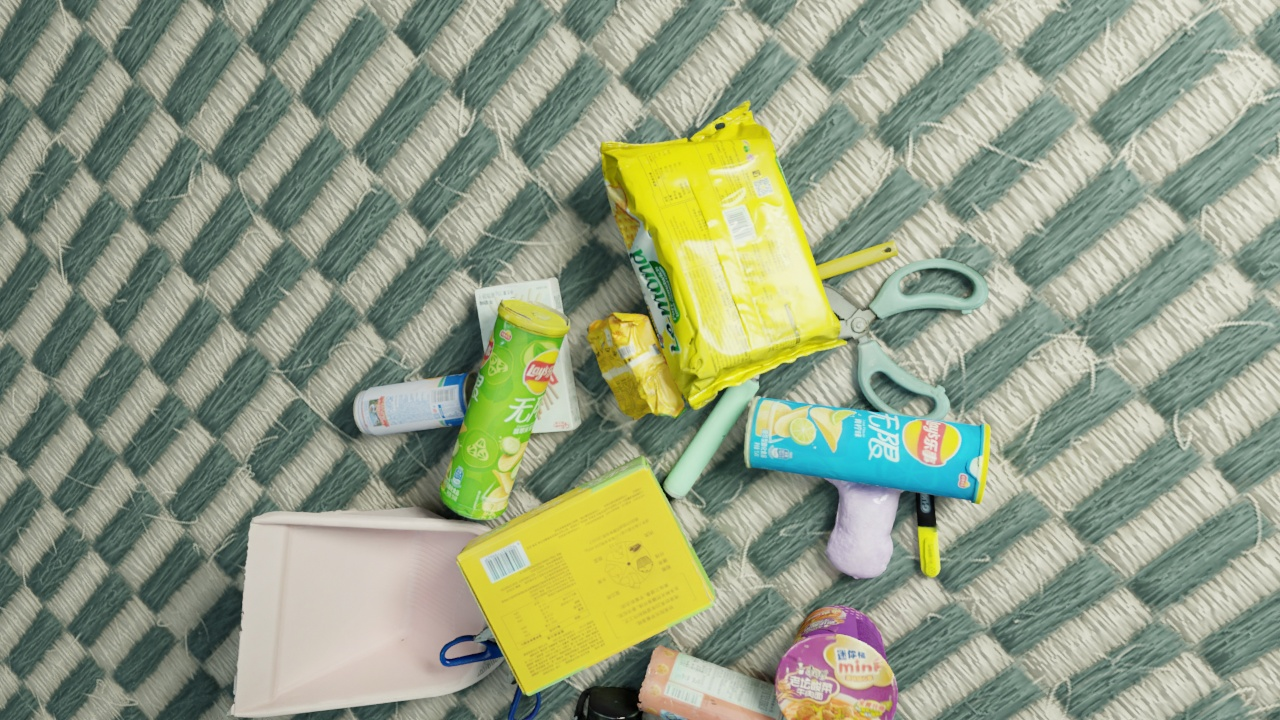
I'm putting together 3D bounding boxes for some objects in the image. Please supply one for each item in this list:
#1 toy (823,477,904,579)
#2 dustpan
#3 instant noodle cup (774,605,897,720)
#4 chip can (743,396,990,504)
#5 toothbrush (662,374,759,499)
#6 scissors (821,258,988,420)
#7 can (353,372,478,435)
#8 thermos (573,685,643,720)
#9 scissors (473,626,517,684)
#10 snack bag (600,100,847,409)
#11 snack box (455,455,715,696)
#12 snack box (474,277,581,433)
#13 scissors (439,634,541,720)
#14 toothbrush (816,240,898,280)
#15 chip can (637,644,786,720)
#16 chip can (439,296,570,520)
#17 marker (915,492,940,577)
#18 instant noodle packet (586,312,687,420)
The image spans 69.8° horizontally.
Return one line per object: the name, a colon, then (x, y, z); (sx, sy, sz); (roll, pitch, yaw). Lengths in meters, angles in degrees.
toy: (0.210, 0.158, 0.876); (0.084, 0.038, 0.108); (8, 105, 14)
dustpan: (-0.255, 0.257, 0.939); (0.139, 0.272, 0.223); (21, 109, 37)
instant noodle cup: (0.187, 0.292, 0.876); (0.112, 0.099, 0.111); (3, 101, 14)
chip can: (0.205, 0.080, 0.839); (0.210, 0.071, 0.071); (7, 102, 17)
toothbrush: (0.089, 0.043, 0.895); (0.026, 0.027, 0.225); (44, 111, 34)
scissors: (0.245, -0.033, 0.842); (0.170, 0.019, 0.181); (45, 109, 5)
can: (-0.232, 0.047, 0.969); (0.135, 0.053, 0.053); (-8, 98, 17)
thermos: (-0.040, 0.474, 0.996); (0.090, 0.068, 0.242); (16, 106, 49)
scissors: (-0.066, 0.246, 0.955); (0.226, 0.015, 0.189); (1, 93, -1)
snack bag: (0.075, -0.097, 0.807); (0.158, 0.068, 0.246); (-19, 85, -13)
snack box: (-0.053, 0.211, 0.911); (0.210, 0.070, 0.157); (-27, 92, 1)
snack box: (-0.115, -0.003, 0.943); (0.085, 0.026, 0.157); (-6, 98, 16)
scissors: (-0.126, 0.320, 0.982); (0.173, 0.012, 0.162); (-7, 107, -9)
toothbrush: (0.147, -0.075, 0.863); (0.190, 0.016, 0.015); (-18, 94, 16)
chip can: (0.108, 0.353, 0.924); (0.215, 0.071, 0.071); (16, 104, 12)
chip can: (-0.137, 0.052, 0.905); (0.072, 0.072, 0.221); (23, 106, 10)
marker: (0.271, 0.145, 0.869); (0.018, 0.015, 0.124); (-5, 97, 13)
instant noodle packet: (-0.005, 0.005, 0.866); (0.044, 0.128, 0.111); (-29, 94, -15)
